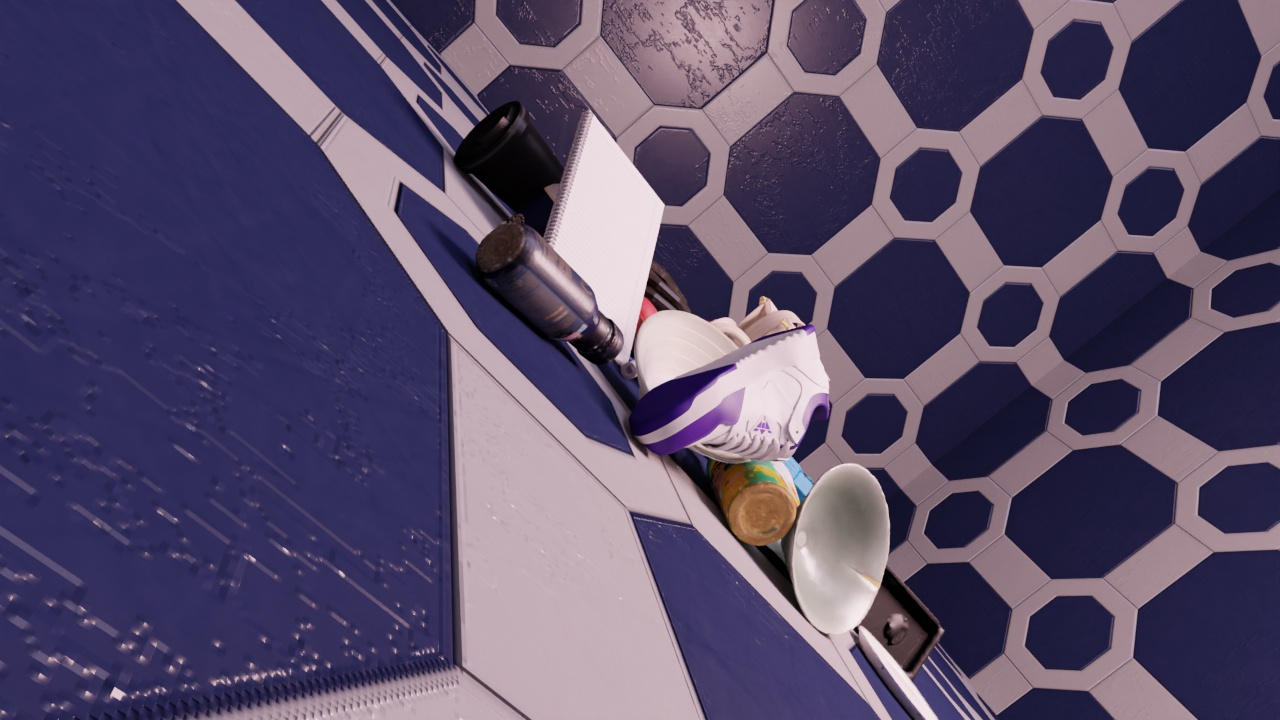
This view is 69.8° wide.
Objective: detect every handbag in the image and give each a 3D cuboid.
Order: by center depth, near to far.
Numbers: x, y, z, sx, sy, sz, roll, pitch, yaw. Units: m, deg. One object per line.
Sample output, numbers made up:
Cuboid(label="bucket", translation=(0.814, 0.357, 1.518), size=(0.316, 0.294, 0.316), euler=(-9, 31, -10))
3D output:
Cuboid(label="handbag", translation=(0.113, 0.010, 1.096), size=(0.101, 0.194, 0.198), euler=(54, 4, 39))
Cuboid(label="handbag", translation=(0.000, -0.108, 1.485), size=(0.199, 0.102, 0.197), euler=(34, -5, 37))

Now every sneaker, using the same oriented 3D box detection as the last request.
Cuboid(label="sneaker", translation=(0.092, 0.054, 0.850), size=(0.092, 0.243, 0.111), euler=(-14, -82, 50))

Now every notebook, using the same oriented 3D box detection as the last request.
Cuboid(label="notebook", translation=(-0.041, -0.139, 1.049), size=(0.178, 0.013, 0.245), euler=(45, 47, -44))

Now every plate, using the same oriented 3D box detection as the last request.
Cuboid(label="plate", translation=(0.309, 0.385, 1.091), size=(0.157, 0.014, 0.157), euler=(49, 6, -7))

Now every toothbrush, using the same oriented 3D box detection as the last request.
Cuboid(label="toothbrush", translation=(0.006, 0.005, 1.095), size=(0.019, 0.018, 0.187), euler=(63, 12, 1))

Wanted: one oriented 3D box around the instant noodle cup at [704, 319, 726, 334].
Cuboid(label="instant noodle cup", translation=(0.085, 0.017, 1.267), size=(0.137, 0.121, 0.122), euler=(7, -11, 4))

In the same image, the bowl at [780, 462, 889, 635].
Cuboid(label="bowl", translation=(0.183, 0.189, 0.940), size=(0.068, 0.173, 0.174), euler=(2, -34, 45))

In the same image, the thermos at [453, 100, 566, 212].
Cuboid(label="thermos", translation=(-0.127, -0.213, 1.145), size=(0.218, 0.106, 0.105), euler=(46, 7, -33))

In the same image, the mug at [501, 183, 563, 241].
Cuboid(label="mug", translation=(-0.093, -0.148, 1.061), size=(0.112, 0.089, 0.085), euler=(53, 6, 31))

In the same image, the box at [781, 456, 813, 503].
Cuboid(label="box", translation=(0.190, 0.196, 1.279), size=(0.243, 0.085, 0.092), euler=(48, -31, -15))

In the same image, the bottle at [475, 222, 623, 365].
Cuboid(label="bottle", translation=(-0.069, -0.049, 0.752), size=(0.161, 0.056, 0.056), euler=(44, 8, -47))

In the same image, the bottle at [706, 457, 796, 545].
Cuboid(label="bottle", translation=(0.103, 0.117, 0.958), size=(0.068, 0.068, 0.209), euler=(48, 5, -16))

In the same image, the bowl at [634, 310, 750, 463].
Cuboid(label="bowl", translation=(0.049, 0.037, 0.930), size=(0.176, 0.058, 0.176), euler=(26, 43, -27))

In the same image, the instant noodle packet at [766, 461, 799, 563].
Cuboid(label="instant noodle packet", translation=(0.161, 0.184, 1.084), size=(0.147, 0.057, 0.269), euler=(47, 11, -7))

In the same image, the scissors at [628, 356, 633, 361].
Cuboid(label="scissors", translation=(-0.008, 0.005, 1.133), size=(0.130, 0.022, 0.070), euler=(41, 12, -39))

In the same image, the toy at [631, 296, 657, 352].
Cuboid(label="toy", translation=(-0.009, -0.050, 1.282), size=(0.092, 0.062, 0.133), euler=(70, -16, -8))

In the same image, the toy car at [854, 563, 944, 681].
Cuboid(label="toy car", translation=(0.304, 0.325, 1.203), size=(0.191, 0.094, 0.071), euler=(46, -19, -22))
